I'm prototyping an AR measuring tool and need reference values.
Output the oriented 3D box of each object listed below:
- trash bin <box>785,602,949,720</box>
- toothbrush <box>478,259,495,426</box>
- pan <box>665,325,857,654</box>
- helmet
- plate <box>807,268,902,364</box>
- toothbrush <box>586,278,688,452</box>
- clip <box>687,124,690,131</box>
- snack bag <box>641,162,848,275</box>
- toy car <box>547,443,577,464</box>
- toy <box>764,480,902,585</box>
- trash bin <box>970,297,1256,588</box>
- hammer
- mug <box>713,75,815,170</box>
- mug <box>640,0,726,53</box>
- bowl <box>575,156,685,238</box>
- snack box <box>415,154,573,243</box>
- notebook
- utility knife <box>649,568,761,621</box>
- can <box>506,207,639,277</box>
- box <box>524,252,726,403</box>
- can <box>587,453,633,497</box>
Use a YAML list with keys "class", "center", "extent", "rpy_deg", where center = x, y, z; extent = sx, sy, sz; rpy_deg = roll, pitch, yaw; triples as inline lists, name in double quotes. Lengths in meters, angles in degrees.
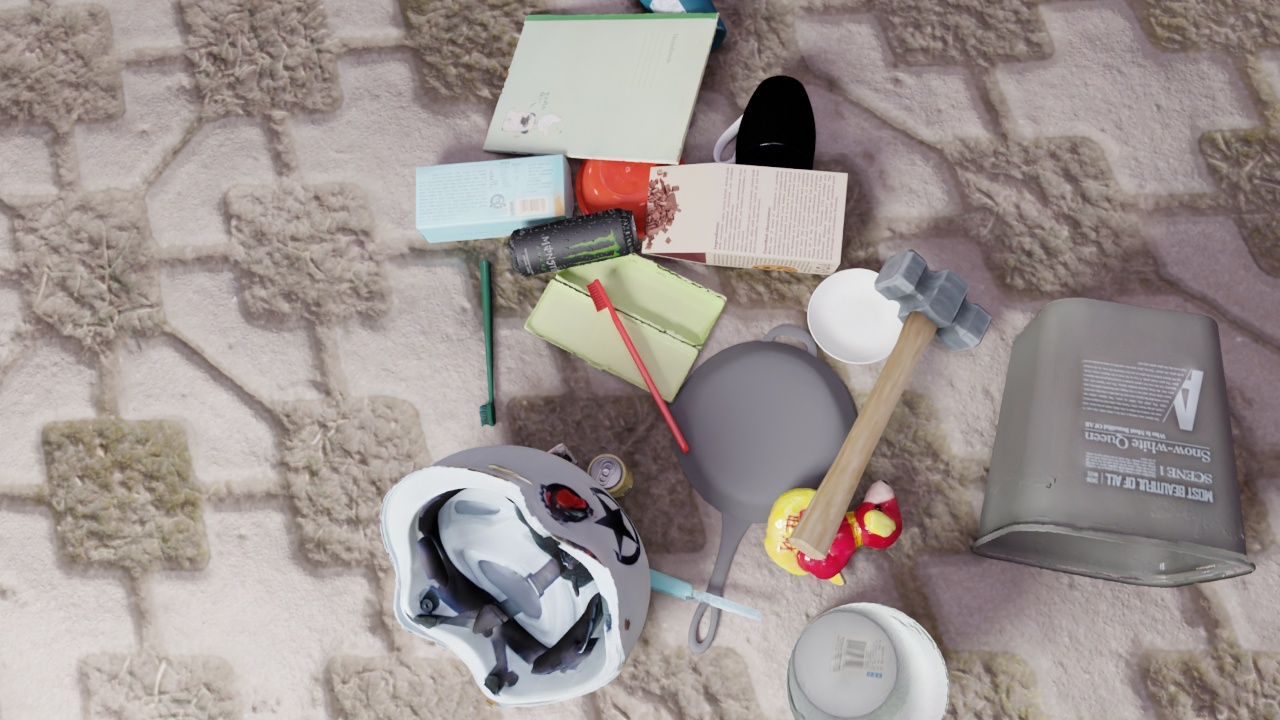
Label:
- class: "trash bin"
  center: [0.196, 0.286, 0.837]
  extent: [0.133, 0.161, 0.133]
  rpy_deg: [-1, 78, 6]
- class: "toothbrush"
  center: [-0.172, -0.020, 1.019]
  extent: [0.017, 0.016, 0.189]
  rpy_deg: [-6, 77, 9]
- class: "pan"
  center: [0.110, 0.129, 0.952]
  extent: [0.216, 0.024, 0.354]
  rpy_deg: [17, 80, 9]
- class: "helmet"
  center: [-0.107, 0.181, 0.876]
  extent: [0.264, 0.163, 0.237]
  rpy_deg: [46, 122, -3]
- class: "plate"
  center: [0.229, -0.044, 0.975]
  extent: [0.104, 0.026, 0.104]
  rpy_deg: [-1, 77, 5]
- class: "toothbrush"
  center: [-0.006, 0.006, 0.970]
  extent: [0.018, 0.012, 0.212]
  rpy_deg: [-27, 75, -3]
- class: "clip"
  center: [0.032, -0.278, 1.055]
  extent: [0.050, 0.014, 0.046]
  rpy_deg: [-9, 74, 7]
- class: "snack bag"
  center: [0.108, -0.152, 0.980]
  extent: [0.206, 0.070, 0.094]
  rpy_deg: [6, 86, 6]
- class: "toy car"
  center: [-0.124, 0.123, 0.974]
  extent: [0.113, 0.039, 0.039]
  rpy_deg: [-34, 55, -3]
- class: "toy"
  center: [0.191, 0.173, 0.909]
  extent: [0.137, 0.067, 0.105]
  rpy_deg: [-10, 101, 1]
- class: "trash bin"
  center: [0.430, 0.077, 0.851]
  extent: [0.197, 0.197, 0.219]
  rpy_deg: [9, 72, 8]
- class: "hammer"
  center: [0.233, 0.046, 0.895]
  extent: [0.117, 0.051, 0.322]
  rpy_deg: [36, 71, -13]
- class: "mug"
  center: [0.135, -0.252, 1.010]
  extent: [0.119, 0.085, 0.100]
  rpy_deg: [-7, 65, 35]
- class: "mug"
  center: [0.044, -0.410, 1.052]
  extent: [0.078, 0.078, 0.121]
  rpy_deg: [-29, 81, -1]
- class: "bowl"
  center: [-0.011, -0.204, 1.026]
  extent: [0.130, 0.045, 0.130]
  rpy_deg: [-1, 77, 6]
- class: "snack box"
  center: [-0.164, -0.182, 1.034]
  extent: [0.175, 0.053, 0.075]
  rpy_deg: [-4, 78, 4]
- class: "notebook"
  center: [-0.049, -0.311, 1.034]
  extent: [0.253, 0.010, 0.181]
  rpy_deg: [10, 78, 26]
- class: "utility knife"
  center: [0.038, 0.232, 0.931]
  extent: [0.177, 0.015, 0.022]
  rpy_deg: [15, 78, 18]
- class: "can"
  center: [-0.072, -0.128, 0.989]
  extent: [0.138, 0.054, 0.054]
  rpy_deg: [-12, 77, 2]
- class: "box"
  center: [-0.017, -0.050, 1.003]
  extent: [0.187, 0.024, 0.137]
  rpy_deg: [25, 76, 11]
- class: "can"
  center: [-0.030, 0.119, 0.940]
  extent: [0.038, 0.079, 0.038]
  rpy_deg: [-1, 77, 6]
